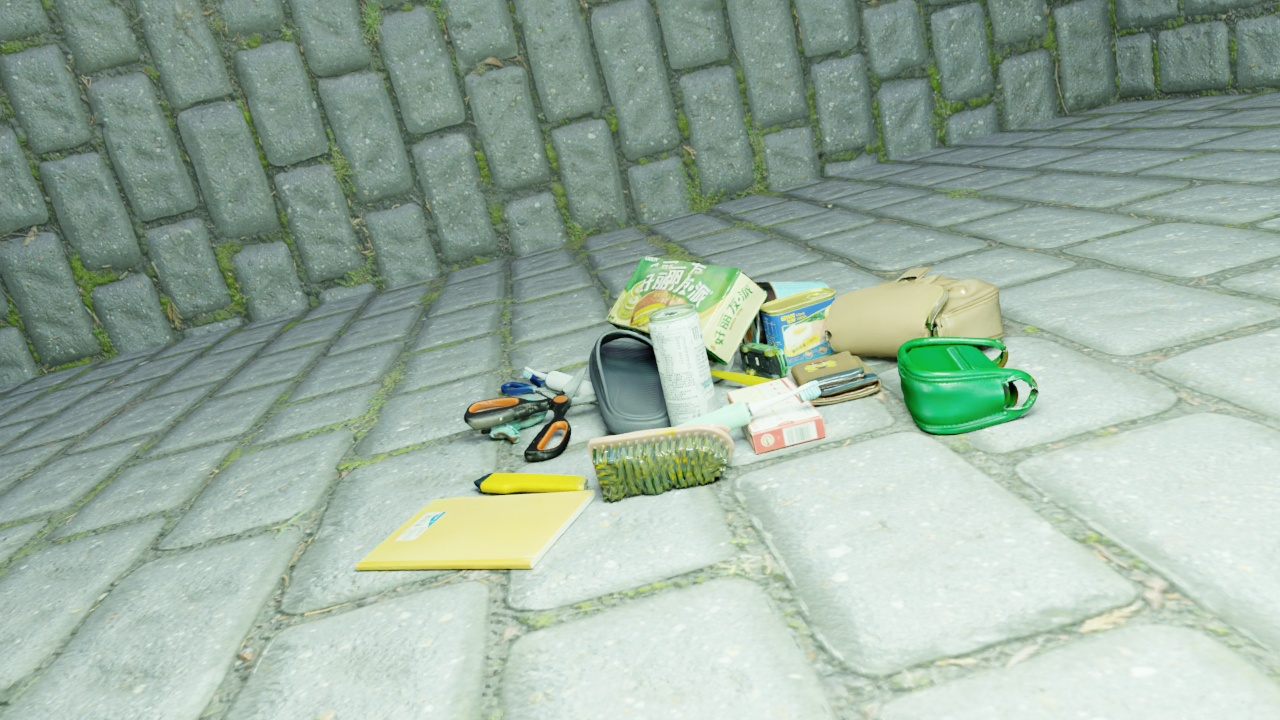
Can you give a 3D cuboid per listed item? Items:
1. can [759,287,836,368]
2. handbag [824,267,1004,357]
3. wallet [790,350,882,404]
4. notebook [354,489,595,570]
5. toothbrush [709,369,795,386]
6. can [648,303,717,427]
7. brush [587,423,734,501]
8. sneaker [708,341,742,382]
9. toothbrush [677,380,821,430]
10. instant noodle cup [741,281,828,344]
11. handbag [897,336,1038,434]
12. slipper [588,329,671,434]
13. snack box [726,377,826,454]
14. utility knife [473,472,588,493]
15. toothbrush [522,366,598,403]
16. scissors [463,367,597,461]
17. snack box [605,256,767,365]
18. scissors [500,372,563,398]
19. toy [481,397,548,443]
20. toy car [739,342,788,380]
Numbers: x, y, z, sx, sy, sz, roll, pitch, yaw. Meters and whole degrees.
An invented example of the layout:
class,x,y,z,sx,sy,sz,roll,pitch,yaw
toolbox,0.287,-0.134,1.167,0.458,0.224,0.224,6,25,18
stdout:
class,x,y,z,sx,sy,sz,roll,pitch,yaw
can,0.216,-0.043,1.225,0.102,0.083,0.057,-17,16,-14
handbag,0.335,-0.057,1.138,0.147,0.100,0.205,-21,13,-36
wallet,0.230,0.019,1.091,0.090,0.033,0.115,-12,12,4
notebook,-0.164,0.171,0.928,0.207,0.010,0.145,-7,17,24
toothbrush,0.113,0.018,1.169,0.190,0.016,0.015,13,59,41
can,0.050,0.012,1.047,0.058,0.147,0.058,-12,15,3
brush,0.023,0.095,0.934,0.146,0.063,0.073,-11,26,8
sneaker,0.089,-0.027,1.318,0.090,0.090,0.242,-45,31,12
toothbrush,0.083,0.066,0.975,0.225,0.027,0.026,-23,-14,11
instant noodle cup,0.207,-0.066,1.300,0.120,0.111,0.111,-8,14,-8
handbag,0.327,0.018,0.935,0.120,0.068,0.131,-11,16,8
slipper,-0.007,0.007,1.171,0.110,0.083,0.267,-1,24,-6
snack box,0.148,0.058,1.026,0.077,0.027,0.155,-14,15,-1
utility knife,-0.120,0.137,1.004,0.154,0.015,0.033,-3,25,33
toothbrush,-0.112,0.032,1.324,0.221,0.026,0.026,14,75,52
scissors,-0.119,0.066,1.185,0.221,0.022,0.234,-3,27,7
snack box,0.057,-0.072,1.254,0.240,0.063,0.114,18,75,57
scissors,-0.141,0.040,1.383,0.171,0.012,0.140,-2,18,29
toy,-0.165,0.082,1.219,0.091,0.030,0.096,-25,26,-21
toy car,0.163,-0.001,1.198,0.036,0.043,0.091,-19,16,-21
